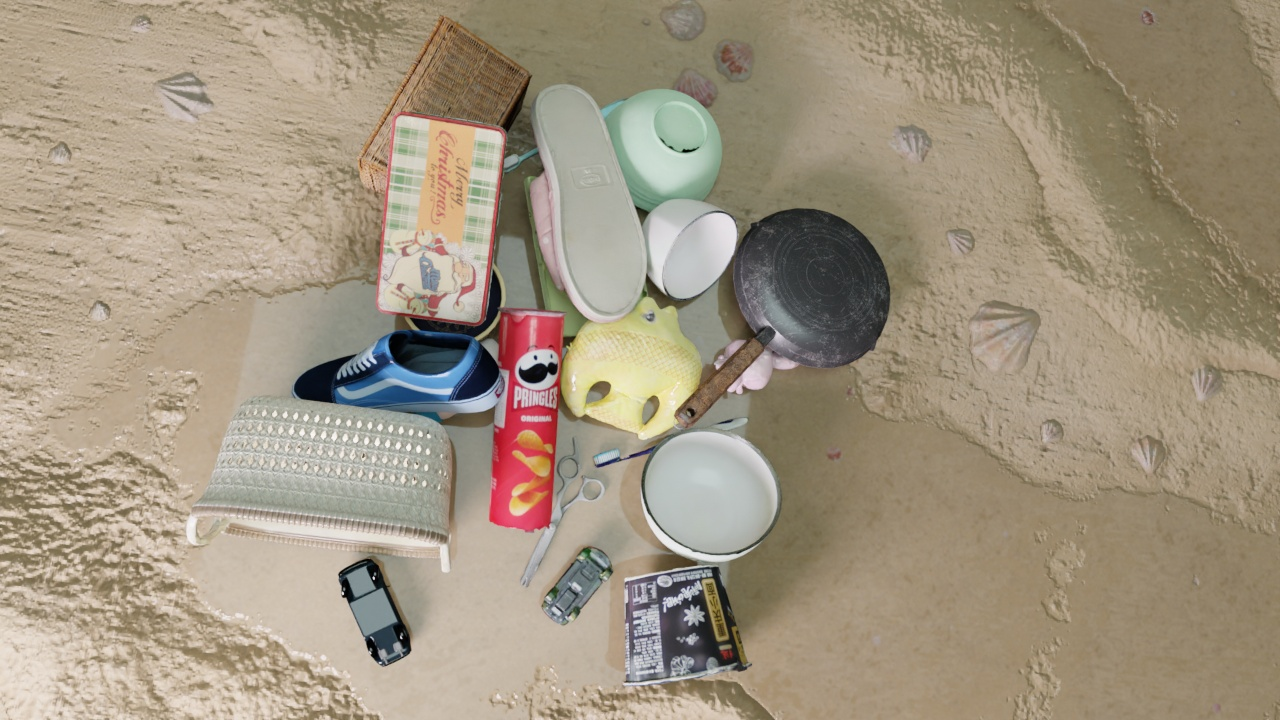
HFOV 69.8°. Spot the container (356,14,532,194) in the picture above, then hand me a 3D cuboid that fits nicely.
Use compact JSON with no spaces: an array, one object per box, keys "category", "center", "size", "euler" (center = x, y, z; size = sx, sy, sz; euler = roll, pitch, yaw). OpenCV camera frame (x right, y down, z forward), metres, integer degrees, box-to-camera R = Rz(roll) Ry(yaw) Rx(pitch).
[{"category":"container","center":[-0.215,-0.256,1.011],"size":[0.112,0.114,0.198],"euler":[30,80,-10]}]

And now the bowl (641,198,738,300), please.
[{"category":"bowl","center":[0.048,-0.132,1.042],"size":[0.116,0.116,0.066],"euler":[-41,56,-12]}]

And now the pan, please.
[{"category":"pan","center":[0.158,-0.044,1.045],"size":[0.207,0.040,0.356],"euler":[46,64,0]}]

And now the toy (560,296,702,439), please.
[{"category":"toy","center":[-0.006,0.006,1.022],"size":[0.170,0.064,0.155],"euler":[21,96,-25]}]

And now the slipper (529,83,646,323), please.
[{"category":"slipper","center":[-0.064,-0.171,1.008],"size":[0.114,0.055,0.274],"euler":[-7,79,-28]}]

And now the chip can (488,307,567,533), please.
[{"category":"chip can","center":[-0.122,0.062,0.977],"size":[0.073,0.073,0.233],"euler":[3,95,-9]}]

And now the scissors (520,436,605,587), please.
[{"category":"scissors","center":[-0.100,0.167,1.022],"size":[0.170,0.014,0.095],"euler":[-42,92,-15]}]

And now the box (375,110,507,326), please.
[{"category":"box","center":[-0.202,-0.142,0.932],"size":[0.117,0.050,0.206],"euler":[8,101,-10]}]

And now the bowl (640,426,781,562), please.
[{"category":"bowl","center":[0.072,0.156,1.007],"size":[0.153,0.073,0.153],"euler":[4,54,-6]}]

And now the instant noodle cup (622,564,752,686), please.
[{"category":"instant noodle cup","center":[0.041,0.279,0.974],"size":[0.137,0.137,0.112],"euler":[-6,75,-10]}]

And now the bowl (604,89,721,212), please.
[{"category":"bowl","center":[0.032,-0.251,1.058],"size":[0.150,0.077,0.150],"euler":[5,75,-19]}]

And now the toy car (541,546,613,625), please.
[{"category":"toy car","center":[-0.069,0.246,1.004],"size":[0.042,0.036,0.091],"euler":[40,79,-2]}]

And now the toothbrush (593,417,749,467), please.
[{"category":"toothbrush","center":[0.037,0.091,1.054],"size":[0.189,0.016,0.017],"euler":[-15,88,-11]}]

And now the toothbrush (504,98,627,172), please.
[{"category":"toothbrush","center":[-0.087,-0.268,1.084],"size":[0.180,0.017,0.016],"euler":[-31,87,-13]}]

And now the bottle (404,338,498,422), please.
[{"category":"bottle","center":[-0.210,0.033,1.003],"size":[0.146,0.051,0.051],"euler":[-37,89,-12]}]

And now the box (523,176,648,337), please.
[{"category":"box","center":[-0.061,-0.119,1.053],"size":[0.140,0.044,0.187],"euler":[-8,84,-32]}]

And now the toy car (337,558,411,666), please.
[{"category":"toy car","center":[-0.279,0.265,0.968],"size":[0.046,0.034,0.112],"euler":[-24,88,-12]}]

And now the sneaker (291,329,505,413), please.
[{"category":"sneaker","center":[-0.261,0.002,0.936],"size":[0.242,0.098,0.083],"euler":[-3,47,18]}]

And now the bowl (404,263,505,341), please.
[{"category":"bowl","center":[-0.206,-0.066,1.012],"size":[0.112,0.061,0.112],"euler":[1,82,-9]}]

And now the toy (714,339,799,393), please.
[{"category":"toy","center":[0.135,-0.001,1.068],"size":[0.109,0.047,0.063],"euler":[-26,91,-20]}]

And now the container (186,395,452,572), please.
[{"category":"container","center":[-0.303,0.126,0.915],"size":[0.246,0.185,0.142],"euler":[9,71,-9]}]
